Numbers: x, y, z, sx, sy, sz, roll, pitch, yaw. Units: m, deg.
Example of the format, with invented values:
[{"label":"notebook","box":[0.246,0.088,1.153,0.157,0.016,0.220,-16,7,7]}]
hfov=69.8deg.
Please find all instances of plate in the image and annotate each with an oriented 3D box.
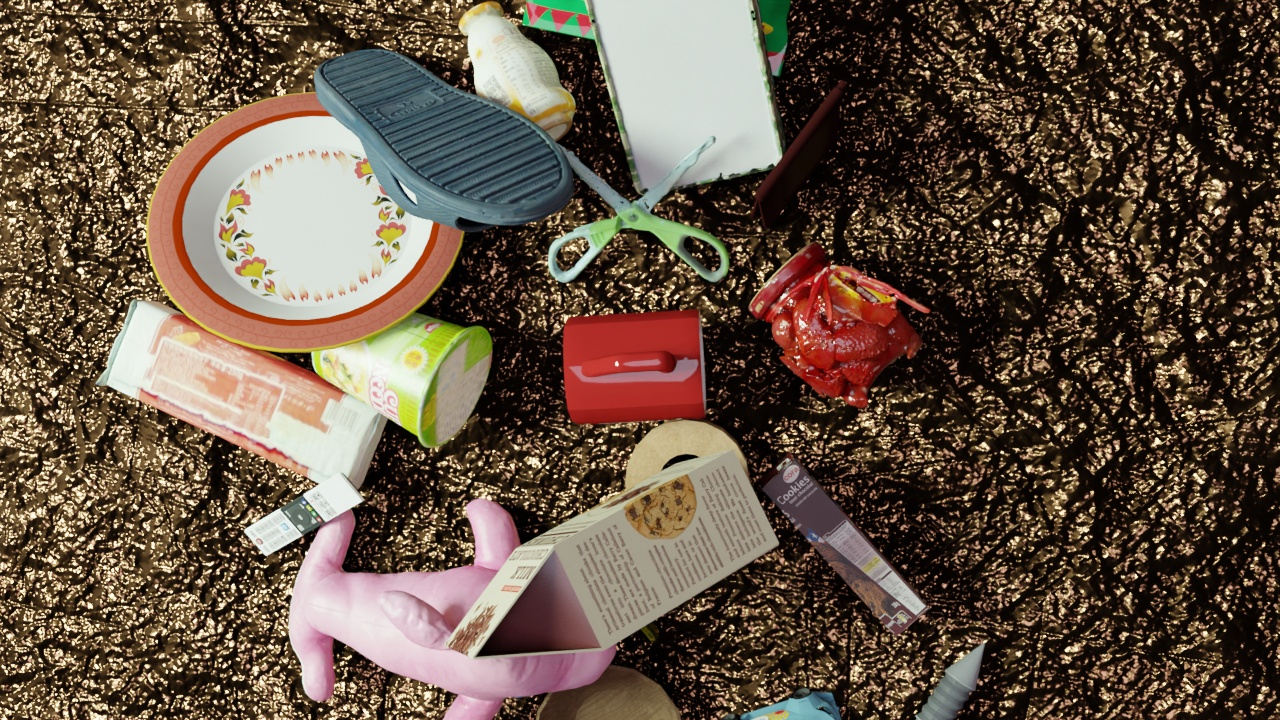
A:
[{"label":"plate","box":[-0.248,-0.106,0.693,0.229,0.021,0.229,2,65,-5]}]

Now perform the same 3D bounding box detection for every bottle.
[{"label":"bottle","box":[-0.096,-0.215,0.692,0.063,0.063,0.108,-29,88,6]},{"label":"bottle","box":[0.141,-0.026,0.653,0.099,0.099,0.111,-44,80,5]}]

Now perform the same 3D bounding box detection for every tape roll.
[{"label":"tape roll","box":[0.036,0.091,0.702,0.094,0.027,0.094,0,91,6]}]

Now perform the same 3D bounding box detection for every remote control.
[{"label":"remote control","box":[-0.264,0.120,0.722,0.124,0.011,0.028,-29,105,27]}]

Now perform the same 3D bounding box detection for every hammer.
[{"label":"hammer","box":[0.170,0.349,0.691,0.156,0.043,0.322,32,92,5]}]

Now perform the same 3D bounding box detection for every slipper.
[{"label":"slipper","box":[-0.151,-0.146,0.670,0.101,0.083,0.263,-32,53,-29]}]

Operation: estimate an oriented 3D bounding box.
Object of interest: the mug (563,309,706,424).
[{"label":"mug","box":[-0.004,0.004,0.661,0.096,0.116,0.080,-3,86,6]}]

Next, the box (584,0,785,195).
[{"label":"box","box":[0.029,-0.225,0.642,0.118,0.050,0.206,-11,115,14]}]

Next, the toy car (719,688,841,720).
[{"label":"toy car","box":[0.104,0.293,0.699,0.108,0.027,0.060,-20,89,6]}]

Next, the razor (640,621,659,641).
[{"label":"razor","box":[0.034,0.166,0.709,0.106,0.026,0.042,-41,85,1]}]

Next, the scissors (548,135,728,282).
[{"label":"scissors","box":[-0.005,-0.107,0.677,0.171,0.021,0.173,37,128,-19]}]

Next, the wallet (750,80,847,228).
[{"label":"wallet","box":[0.111,-0.140,0.646,0.018,0.115,0.091,38,94,5]}]

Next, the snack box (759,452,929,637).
[{"label":"snack box","box":[0.149,0.134,0.680,0.032,0.051,0.141,-42,87,5]}]

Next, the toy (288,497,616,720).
[{"label":"toy","box":[-0.152,0.194,0.677,0.266,0.128,0.186,5,83,15]}]

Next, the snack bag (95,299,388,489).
[{"label":"snack bag","box":[-0.315,0.029,0.734,0.225,0.041,0.077,24,93,7]}]

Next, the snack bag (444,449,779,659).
[{"label":"snack bag","box":[-0.026,0.138,0.601,0.206,0.095,0.070,-25,88,-24]}]

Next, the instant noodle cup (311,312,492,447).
[{"label":"instant noodle cup","box":[-0.184,0.001,0.696,0.108,0.099,0.099,22,93,12]}]

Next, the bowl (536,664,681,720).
[{"label":"bowl","box":[-0.022,0.289,0.711,0.118,0.030,0.118,0,91,6]}]

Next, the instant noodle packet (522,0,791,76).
[{"label":"instant noodle packet","box":[0.033,-0.352,0.662,0.195,0.090,0.253,13,98,4]}]
